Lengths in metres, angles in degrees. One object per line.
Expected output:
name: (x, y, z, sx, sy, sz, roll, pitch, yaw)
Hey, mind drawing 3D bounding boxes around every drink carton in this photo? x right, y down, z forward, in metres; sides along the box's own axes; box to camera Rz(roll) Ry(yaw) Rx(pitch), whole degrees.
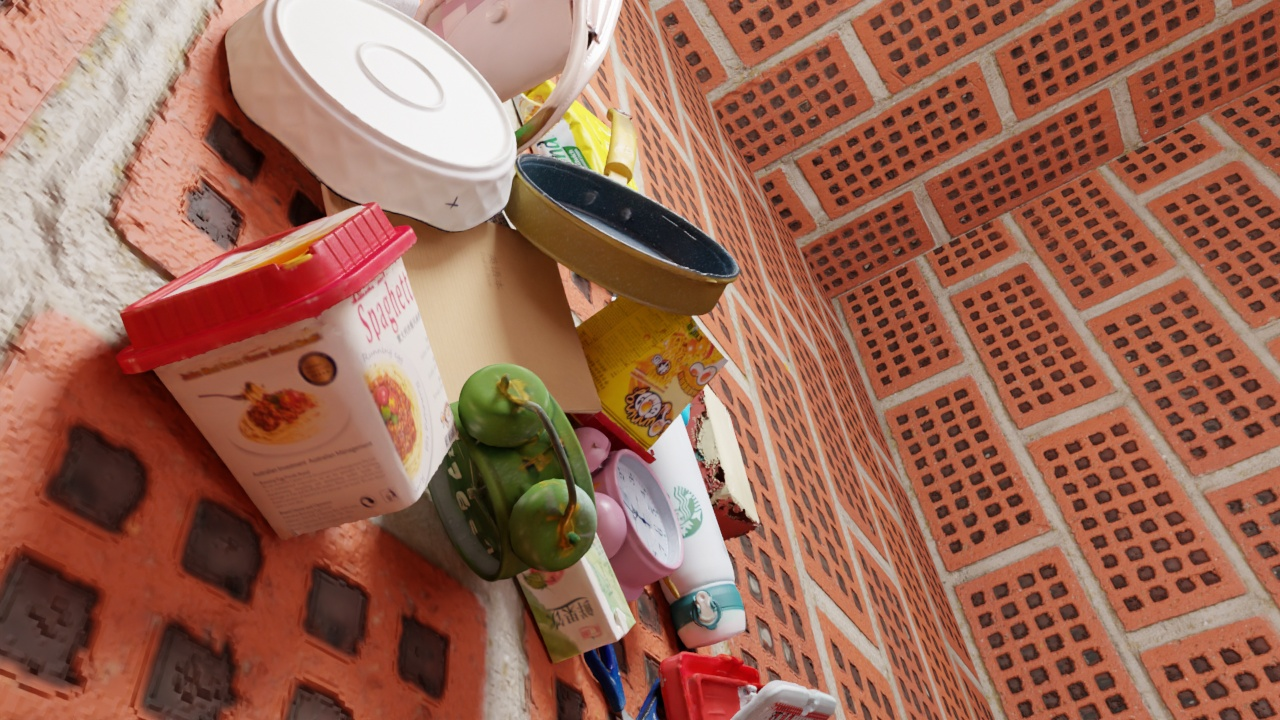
drink carton: (-0.053, 0.130, 0.605, 0.122, 0.054, 0.045, 65, 17, 4)

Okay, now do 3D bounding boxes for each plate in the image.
plate: (-0.168, -0.176, 0.616, 0.204, 0.046, 0.204, 29, 34, -22)

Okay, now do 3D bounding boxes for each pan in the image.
pan: (-0.017, -0.151, 0.799, 0.197, 0.078, 0.357, 23, 20, -17)

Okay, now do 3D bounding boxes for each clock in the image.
clock: (-0.025, 0.115, 0.697, 0.158, 0.060, 0.117, 44, 25, -43)
clock: (-0.071, 0.064, 0.509, 0.056, 0.162, 0.116, -21, 83, -31)

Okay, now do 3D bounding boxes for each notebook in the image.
notebook: (-0.113, -0.035, 0.622, 0.211, 0.012, 0.149, 6, 63, -55)

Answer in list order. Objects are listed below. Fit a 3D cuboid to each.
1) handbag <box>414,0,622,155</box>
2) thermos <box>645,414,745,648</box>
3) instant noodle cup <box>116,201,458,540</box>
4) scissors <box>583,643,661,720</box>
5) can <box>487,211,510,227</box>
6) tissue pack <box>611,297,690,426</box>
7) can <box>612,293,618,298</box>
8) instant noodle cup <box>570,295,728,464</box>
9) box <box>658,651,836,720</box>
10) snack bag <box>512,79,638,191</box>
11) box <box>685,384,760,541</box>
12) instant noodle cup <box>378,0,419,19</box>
handbag: (-0.112, -0.264, 0.815, 0.093, 0.194, 0.233, 40, 38, -47)
thermos: (0.034, 0.141, 0.815, 0.073, 0.073, 0.224, 33, 35, -58)
instant noodle cup: (-0.150, 0.006, 0.428, 0.116, 0.117, 0.124, -76, 147, -65)
scissors: (-0.005, 0.250, 0.639, 0.162, 0.012, 0.173, 26, 41, -63)
can: (-0.133, -0.104, 0.708, 0.147, 0.058, 0.058, 61, 17, -7)
tissue pack: (0.002, 0.008, 0.924, 0.140, 0.063, 0.089, 57, 18, -19)
can: (0.013, -0.070, 1.066, 0.066, 0.067, 0.093, 65, 17, 5)
instant noodle cup: (-0.005, 0.004, 0.767, 0.116, 0.124, 0.116, 45, 3, -44)
box: (0.099, 0.278, 0.732, 0.201, 0.098, 0.095, 42, 32, -58)
snack bag: (-0.057, -0.214, 1.077, 0.158, 0.068, 0.246, 24, 41, -64)
box: (0.075, 0.102, 0.977, 0.091, 0.077, 0.168, 47, 23, -43)
instant noodle cup: (-0.244, -0.335, 0.729, 0.173, 0.060, 0.137, 61, 18, -3)
